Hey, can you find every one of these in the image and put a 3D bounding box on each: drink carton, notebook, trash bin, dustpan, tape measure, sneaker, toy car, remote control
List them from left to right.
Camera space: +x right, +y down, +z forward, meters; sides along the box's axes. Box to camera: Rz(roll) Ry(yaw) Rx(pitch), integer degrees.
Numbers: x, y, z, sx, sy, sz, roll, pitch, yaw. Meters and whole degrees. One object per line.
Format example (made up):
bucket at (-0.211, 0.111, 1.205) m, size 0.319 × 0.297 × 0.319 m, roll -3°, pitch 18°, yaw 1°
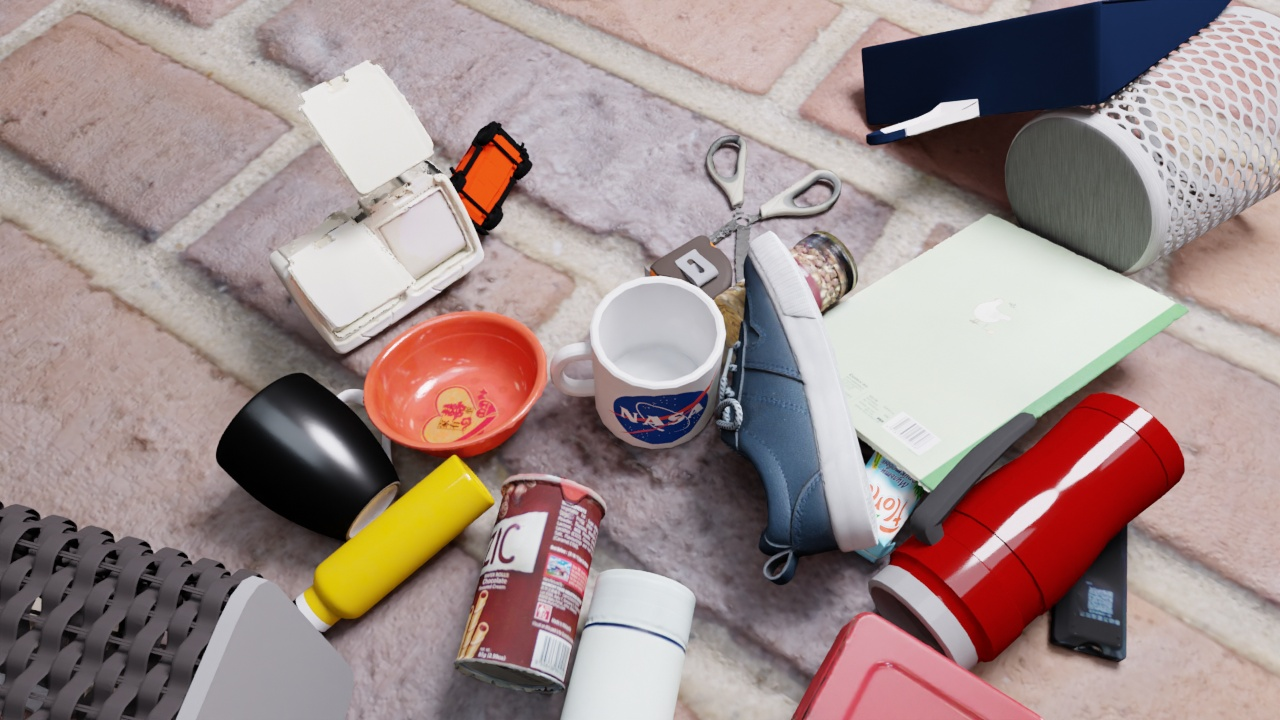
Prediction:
toy car at (-0.133, -0.152, 0.771) m, size 0.049 × 0.051 × 0.100 m, roll -10°, pitch 47°, yaw 46°
tape measure at (0.043, -0.065, 0.724) m, size 0.058 × 0.038 × 0.058 m, roll -31°, pitch 68°, yaw -11°
sneaker at (0.091, 0.026, 0.612) m, size 0.087 × 0.089 × 0.235 m, roll -17°, pitch 63°, yaw 14°
drink carton at (0.179, 0.080, 0.637) m, size 0.044 × 0.039 × 0.128 m, roll 32°, pitch 63°, yaw 18°
notebook at (0.240, -0.019, 0.680) m, size 0.252 × 0.010 × 0.182 m, roll -30°, pitch 43°, yaw -17°
dustpan at (0.289, -0.232, 0.748) m, size 0.272 × 0.080 × 0.236 m, roll -15°, pitch 16°, yaw -27°
remote control at (0.307, 0.123, 0.621) m, size 0.047 × 0.022 × 0.150 m, roll 13°, pitch 60°, yaw 8°
trash bin at (0.406, -0.165, 0.723) m, size 0.183 × 0.157 × 0.156 m, roll -30°, pitch 63°, yaw -14°

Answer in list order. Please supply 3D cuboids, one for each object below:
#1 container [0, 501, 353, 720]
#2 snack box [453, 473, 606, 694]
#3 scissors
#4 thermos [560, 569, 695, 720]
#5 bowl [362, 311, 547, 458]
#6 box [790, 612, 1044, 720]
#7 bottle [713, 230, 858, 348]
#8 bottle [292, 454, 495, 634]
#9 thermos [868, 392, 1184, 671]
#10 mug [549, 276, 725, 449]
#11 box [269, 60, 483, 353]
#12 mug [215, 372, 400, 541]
container at (-0.311, 0.212, 0.440) m, size 0.243 × 0.246 × 0.246 m, roll 11°, pitch 59°, yaw 3°
snack box at (-0.068, 0.141, 0.581) m, size 0.072 × 0.072 × 0.121 m, roll 10°, pitch 60°, yaw 6°
scissors at (0.095, -0.135, 0.785) m, size 0.171 × 0.013 × 0.157 m, roll -17°, pitch 60°, yaw -9°
thermos at (-0.021, 0.237, 0.525) m, size 0.068 × 0.068 × 0.229 m, roll 10°, pitch 59°, yaw 6°
bowl at (-0.128, 0.025, 0.660) m, size 0.130 × 0.045 × 0.130 m, roll -3°, pitch 47°, yaw 3°
box at (0.137, 0.241, 0.514) m, size 0.129 × 0.087 × 0.157 m, roll 31°, pitch 63°, yaw 12°
bottle at (0.111, -0.051, 0.707) m, size 0.105 × 0.056 × 0.056 m, roll -34°, pitch 64°, yaw -20°
bottle at (-0.164, 0.124, 0.598) m, size 0.143 × 0.043 × 0.043 m, roll -40°, pitch 66°, yaw -7°
thermos at (0.237, 0.099, 0.578) m, size 0.198 × 0.084 × 0.108 m, roll -36°, pitch 107°, yaw -12°
mug at (-0.004, 0.004, 0.654) m, size 0.121 × 0.090 × 0.091 m, roll -4°, pitch 58°, yaw -3°
box at (-0.183, -0.086, 0.639) m, size 0.143 × 0.187 × 0.105 m, roll -38°, pitch 50°, yaw -15°
mug at (-0.209, 0.064, 0.632) m, size 0.100 × 0.085 × 0.118 m, roll 38°, pitch 35°, yaw 7°
